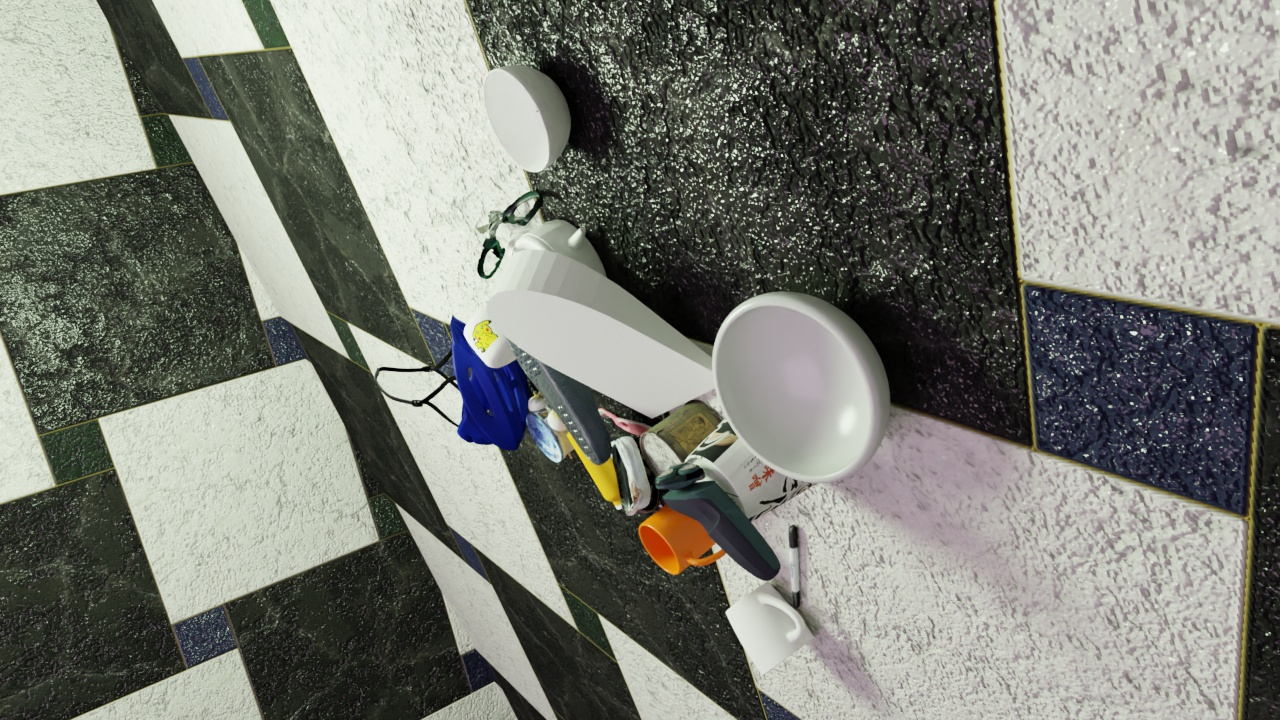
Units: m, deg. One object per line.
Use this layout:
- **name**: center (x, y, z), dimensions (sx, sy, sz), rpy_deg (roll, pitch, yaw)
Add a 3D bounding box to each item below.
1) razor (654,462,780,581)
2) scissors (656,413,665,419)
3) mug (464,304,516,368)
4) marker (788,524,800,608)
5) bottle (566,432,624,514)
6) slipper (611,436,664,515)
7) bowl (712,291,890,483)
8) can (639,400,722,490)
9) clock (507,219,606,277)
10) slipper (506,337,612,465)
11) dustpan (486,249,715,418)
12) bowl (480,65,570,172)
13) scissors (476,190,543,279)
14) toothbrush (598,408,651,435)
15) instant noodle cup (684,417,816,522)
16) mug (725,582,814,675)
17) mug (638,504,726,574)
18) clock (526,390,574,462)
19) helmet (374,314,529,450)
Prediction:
- **razor**: center (0.075, 0.151, 0.865), dimensions (0.143, 0.047, 0.052), rpy_deg (46, 127, 15)
- **scissors**: center (-0.012, 0.003, 1.144), dimensions (0.154, 0.019, 0.126), rpy_deg (42, 152, 23)
- **mug**: center (-0.192, -0.047, 1.317), dimensions (0.068, 0.094, 0.116), rpy_deg (50, 116, 10)
- **marker**: center (0.184, 0.247, 1.096), dimensions (0.011, 0.011, 0.152), rpy_deg (32, 145, 40)
- **bottle**: center (-0.055, 0.160, 1.360), dimensions (0.143, 0.043, 0.043), rpy_deg (60, 153, -7)
- **slipper**: center (-0.001, 0.149, 1.217), dimensions (0.264, 0.063, 0.111), rpy_deg (103, 153, -79)
- **bowl**: center (0.151, 0.017, 0.817), dimensions (0.177, 0.066, 0.177), rpy_deg (25, 127, 37)
- **can**: center (0.056, 0.103, 1.079), dimensions (0.090, 0.074, 0.090), rpy_deg (42, 151, 29)
- **clock**: center (-0.105, -0.102, 1.120), dimensions (0.161, 0.072, 0.125), rpy_deg (10, 128, 55)
- **slipper**: center (-0.097, 0.009, 1.206), dimensions (0.268, 0.083, 0.111), rpy_deg (56, 164, 14)
- **dustpan**: center (-0.045, -0.033, 1.044), dimensions (0.257, 0.053, 0.192), rpy_deg (28, 154, -16)
- **bowl**: center (-0.114, -0.264, 0.979), dimensions (0.115, 0.050, 0.115), rpy_deg (40, 149, 30)
- **scissors**: center (-0.170, -0.184, 1.166), dimensions (0.015, 0.137, 0.209), rpy_deg (31, -166, -26)
- **toothbrush**: center (-0.023, 0.085, 1.255), dimensions (0.135, 0.016, 0.021), rpy_deg (16, 134, 53)
- **instant noodle cup**: center (0.116, 0.099, 0.919), dimensions (0.123, 0.121, 0.124), rpy_deg (40, 149, 30)
- **mug**: center (0.165, 0.326, 1.144), dimensions (0.087, 0.080, 0.114), rpy_deg (54, 147, 19)
- **mug**: center (0.069, 0.218, 1.159), dimensions (0.113, 0.095, 0.078), rpy_deg (22, 138, 48)
- **clock**: center (-0.136, 0.099, 1.418), dimensions (0.089, 0.051, 0.125), rpy_deg (35, 146, 38)
- **helmet**: center (-0.290, 0.049, 1.439), dimensions (0.147, 0.227, 0.242), rpy_deg (-101, 0, -65)
